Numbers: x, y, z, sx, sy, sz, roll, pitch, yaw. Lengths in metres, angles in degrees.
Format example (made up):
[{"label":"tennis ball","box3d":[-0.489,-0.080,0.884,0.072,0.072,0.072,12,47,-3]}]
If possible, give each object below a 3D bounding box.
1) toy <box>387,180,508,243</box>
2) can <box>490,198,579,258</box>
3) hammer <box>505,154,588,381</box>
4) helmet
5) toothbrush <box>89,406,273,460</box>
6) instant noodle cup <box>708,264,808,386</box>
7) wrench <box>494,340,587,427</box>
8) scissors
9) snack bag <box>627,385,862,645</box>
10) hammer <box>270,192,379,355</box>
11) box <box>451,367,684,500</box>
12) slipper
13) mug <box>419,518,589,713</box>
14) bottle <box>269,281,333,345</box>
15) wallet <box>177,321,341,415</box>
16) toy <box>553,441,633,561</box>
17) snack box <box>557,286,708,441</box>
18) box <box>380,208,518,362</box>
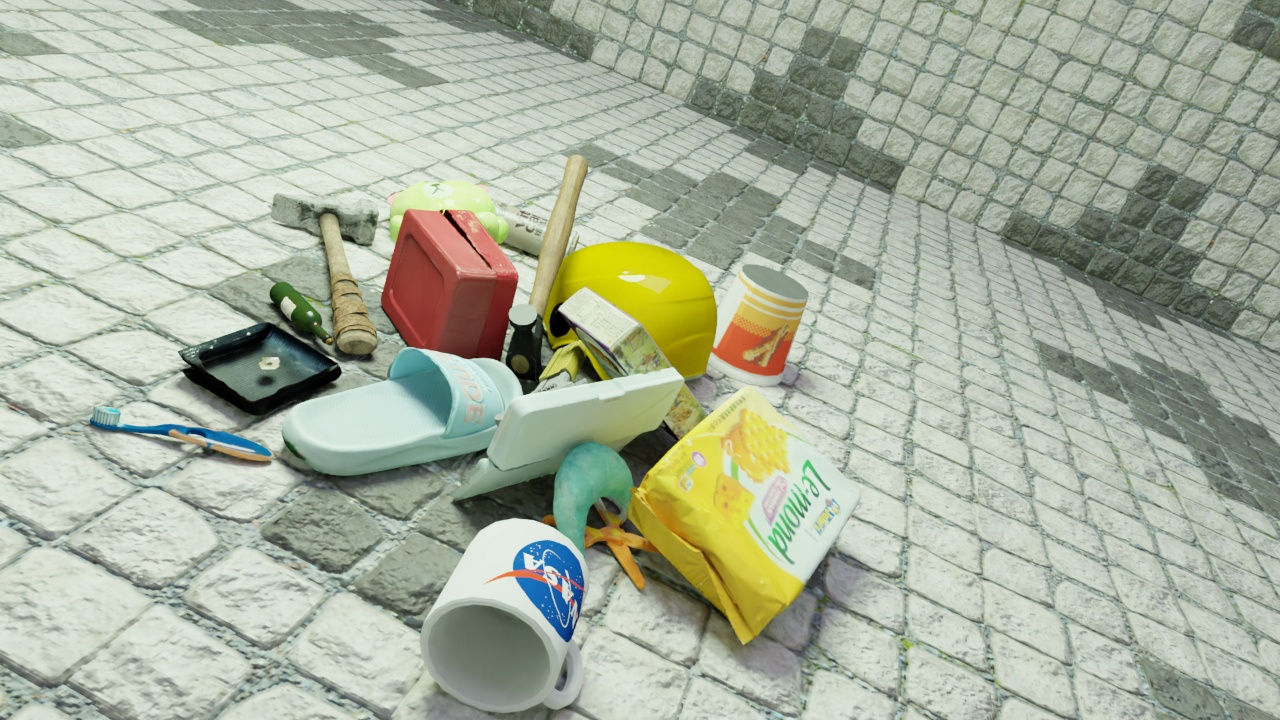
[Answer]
[{"label":"toy","box3d":[-0.244,-0.167,1.159,0.150,0.107,0.196,-9,22,-8]},{"label":"can","box3d":[-0.157,-0.180,1.294,0.135,0.054,0.054,21,25,-2]},{"label":"hammer","box3d":[-0.099,-0.113,1.020,0.040,0.132,0.304,10,53,1]},{"label":"helmet","box3d":[-0.011,-0.078,1.107,0.240,0.140,0.208,36,29,28]},{"label":"toothbrush","box3d":[-0.355,0.057,0.714,0.135,0.017,0.021,15,28,-14]},{"label":"instant noodle cup","box3d":[0.153,-0.051,1.203,0.123,0.121,0.123,18,26,-9]},{"label":"wrench","box3d":[-0.084,0.017,0.899,0.084,0.018,0.273,-22,11,7]},{"label":"scissors","box3d":[-0.024,0.149,0.800,0.125,0.011,0.128,18,28,-7]},{"label":"snack bag","box3d":[0.093,0.128,0.819,0.159,0.068,0.246,47,35,7]},{"label":"hammer","box3d":[-0.335,-0.102,1.019,0.121,0.049,0.318,4,32,-28]},{"label":"box","box3d":[-0.057,0.067,0.798,0.196,0.135,0.041,-8,51,-47]},{"label":"slipper","box3d":[-0.197,0.036,0.814,0.104,0.074,0.244,37,30,27]},{"label":"mug","box3d":[-0.079,0.181,0.619,0.121,0.091,0.090,54,22,-14]},{"label":"bottle","box3d":[-0.337,-0.045,0.919,0.106,0.025,0.025,38,30,31]},{"label":"wallet","box3d":[-0.336,0.007,0.815,0.089,0.026,0.114,29,26,14]},{"label":"toy","box3d":[-0.041,0.112,0.768,0.033,0.085,0.105,-11,14,35]},{"label":"snack box","box3d":[-0.006,0.005,0.933,0.148,0.040,0.143,53,-9,-30]},{"label":"box","box3d":[-0.202,-0.076,0.970,0.092,0.129,0.157,2,31,-34]}]
